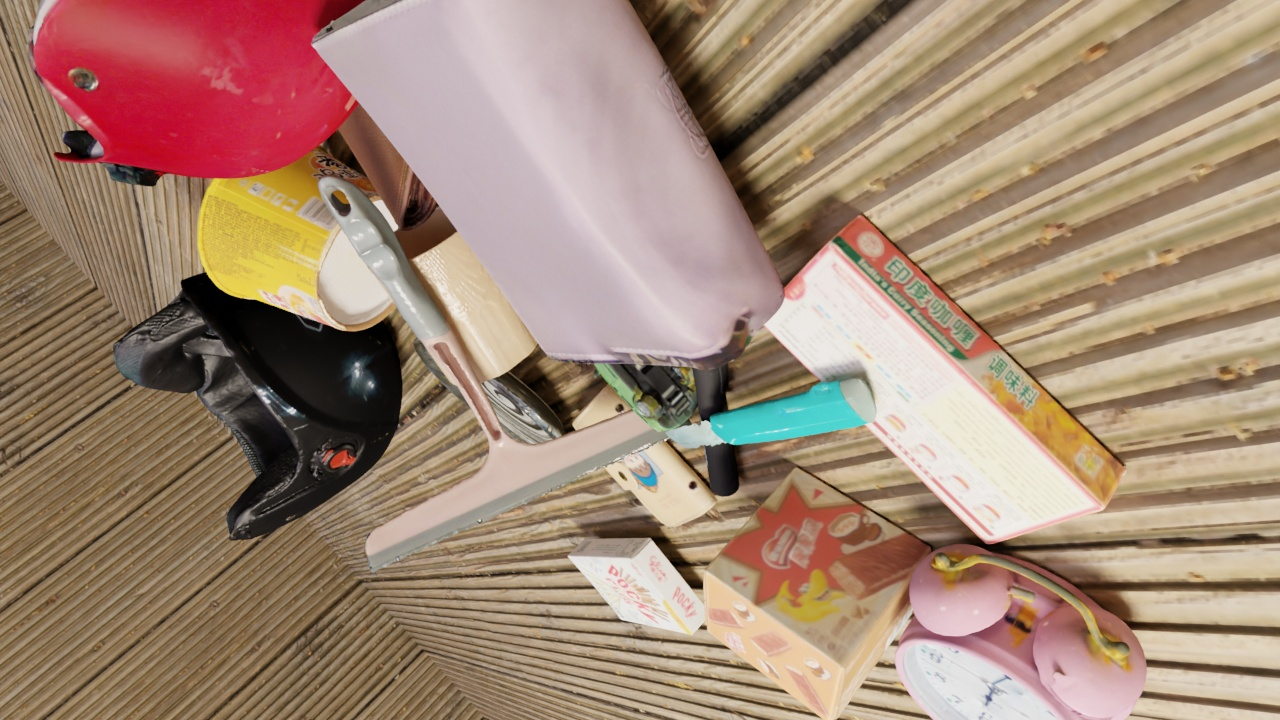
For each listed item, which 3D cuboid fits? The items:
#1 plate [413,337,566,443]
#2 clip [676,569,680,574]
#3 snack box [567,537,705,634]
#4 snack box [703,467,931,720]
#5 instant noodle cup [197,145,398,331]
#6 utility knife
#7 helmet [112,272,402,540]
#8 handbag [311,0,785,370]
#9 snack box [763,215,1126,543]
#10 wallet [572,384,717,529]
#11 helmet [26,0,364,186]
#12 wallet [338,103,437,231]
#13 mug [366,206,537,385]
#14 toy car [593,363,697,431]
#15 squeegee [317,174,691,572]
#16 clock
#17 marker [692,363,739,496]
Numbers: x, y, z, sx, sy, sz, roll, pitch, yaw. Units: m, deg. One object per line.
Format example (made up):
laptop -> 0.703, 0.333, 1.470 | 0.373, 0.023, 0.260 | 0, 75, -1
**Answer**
plate -> -0.114, 0.034, 0.768 | 0.179, 0.024, 0.180 | 35, 163, 12
clip -> 0.018, 0.190, 0.819 | 0.057, 0.014, 0.043 | 9, 134, 50
snack box -> -0.006, 0.198, 0.820 | 0.084, 0.026, 0.157 | 52, 155, -7
snack box -> 0.102, 0.136, 0.542 | 0.094, 0.092, 0.077 | 31, 149, 29
instant noodle cup -> -0.244, -0.092, 0.702 | 0.110, 0.137, 0.138 | 25, 146, 21
utility knife -> 0.062, 0.033, 0.504 | 0.029, 0.013, 0.217 | 48, 156, -9
helmet -> -0.343, 0.021, 0.879 | 0.233, 0.229, 0.276 | 49, 146, 12
handbag -> -0.033, -0.092, 0.409 | 0.145, 0.098, 0.197 | 18, 149, 54
snack box -> 0.129, 0.013, 0.413 | 0.156, 0.027, 0.077 | 45, 152, 4
wallet -> -0.001, 0.075, 0.686 | 0.115, 0.024, 0.087 | 46, 148, 0
helmet -> -0.209, -0.184, 0.476 | 0.143, 0.206, 0.241 | 14, 169, -29
wallet -> -0.161, -0.155, 0.583 | 0.101, 0.032, 0.125 | 53, 148, 13
mug -> -0.132, -0.053, 0.655 | 0.103, 0.084, 0.124 | 62, 174, -29
toy car -> -0.003, 0.003, 0.571 | 0.091, 0.043, 0.036 | 50, 153, -5
squeegee -> -0.129, -0.011, 0.588 | 0.040, 0.248, 0.250 | -98, -18, -64
clock -> 0.191, 0.149, 0.470 | 0.117, 0.059, 0.159 | 28, 145, 31
marker -> 0.048, 0.038, 0.571 | 0.022, 0.020, 0.132 | 13, 139, 24
